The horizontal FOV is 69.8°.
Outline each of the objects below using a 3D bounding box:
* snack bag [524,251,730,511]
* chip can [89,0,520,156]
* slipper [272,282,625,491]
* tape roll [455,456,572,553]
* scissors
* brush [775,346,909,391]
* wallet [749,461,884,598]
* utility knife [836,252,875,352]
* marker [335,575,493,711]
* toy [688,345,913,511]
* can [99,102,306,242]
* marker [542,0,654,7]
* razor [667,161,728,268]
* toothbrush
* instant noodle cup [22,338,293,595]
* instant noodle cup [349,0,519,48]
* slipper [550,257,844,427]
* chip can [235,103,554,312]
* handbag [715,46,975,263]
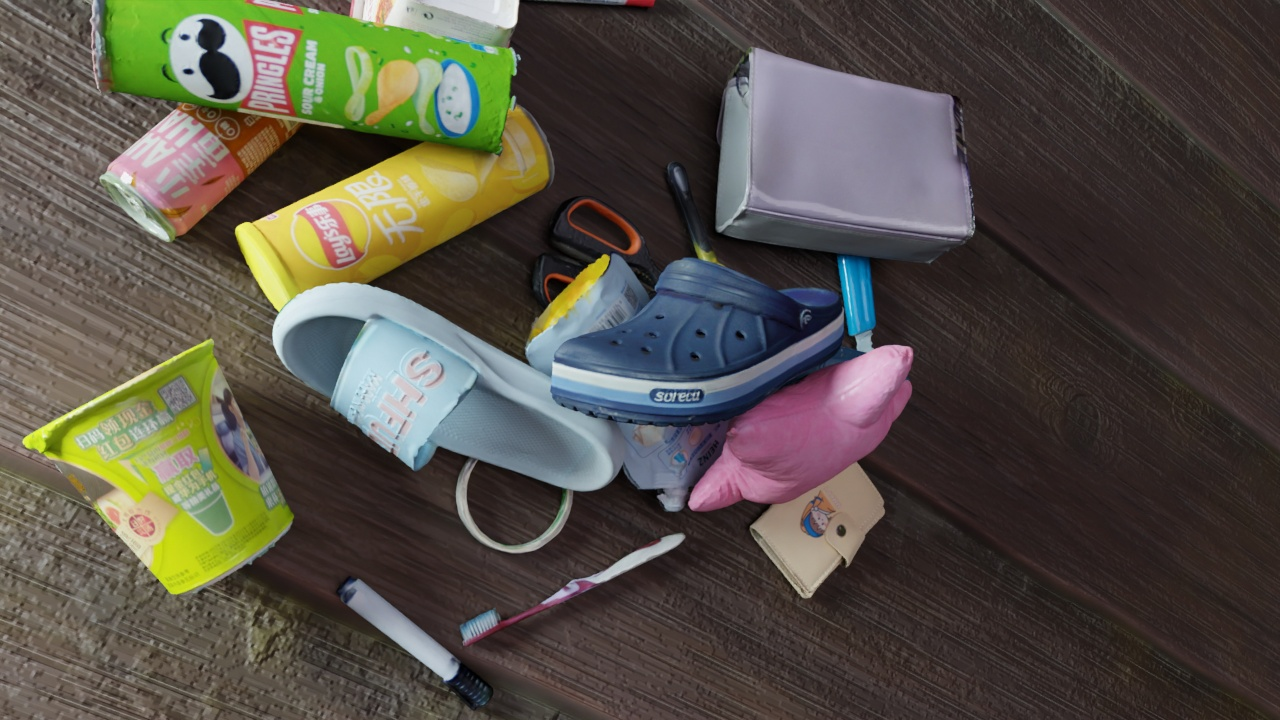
[{"bbox_3d":[0.005,0.021,0.674,0.191,0.039,0.110,51,61,-26],"label":"snack bag"},{"bbox_3d":[-0.196,-0.179,0.563,0.235,0.072,0.072,5,80,-21],"label":"chip can"},{"bbox_3d":[-0.124,0.036,0.602,0.245,0.104,0.074,26,48,-16],"label":"slipper"},{"bbox_3d":[-0.091,0.096,0.669,0.085,0.014,0.085,4,80,-24],"label":"tape roll"},{"bbox_3d":[0.015,-0.040,0.740,0.234,0.022,0.152,44,72,-19],"label":"scissors"},{"bbox_3d":[0.168,0.015,0.750,0.143,0.074,0.055,12,79,-29],"label":"brush"},{"bbox_3d":[0.154,0.134,0.773,0.115,0.024,0.087,-42,101,-25],"label":"wallet"},{"bbox_3d":[0.194,-0.054,0.821,0.034,0.018,0.225,-3,83,-19],"label":"utility knife"},{"bbox_3d":[-0.153,0.193,0.623,0.130,0.018,0.022,43,61,-14],"label":"marker"},{"bbox_3d":[0.119,0.050,0.662,0.178,0.195,0.074,6,49,-54],"label":"toy"},{"bbox_3d":[-0.273,-0.146,0.597,0.058,0.058,0.147,43,67,-13],"label":"can"},{"bbox_3d":[-0.055,-0.298,0.744,0.145,0.017,0.017,-7,85,-25],"label":"marker"},{"bbox_3d":[0.050,-0.100,0.750,0.042,0.022,0.142,-15,74,-23],"label":"razor"},{"bbox_3d":[-0.046,0.164,0.680,0.187,0.016,0.017,-20,81,-25],"label":"toothbrush"},{"bbox_3d":[-0.272,0.068,0.543,0.111,0.112,0.123,-34,104,-25],"label":"instant noodle cup"},{"bbox_3d":[-0.137,-0.246,0.638,0.116,0.124,0.116,9,78,-23],"label":"instant noodle cup"},{"bbox_3d":[0.054,-0.024,0.620,0.252,0.105,0.095,-17,107,-40],"label":"slipper"},{"bbox_3d":[-0.163,-0.106,0.634,0.212,0.072,0.072,-33,97,-25],"label":"chip can"},{"bbox_3d":[0.167,-0.167,0.768,0.197,0.098,0.145,7,81,-12],"label":"handbag"}]
